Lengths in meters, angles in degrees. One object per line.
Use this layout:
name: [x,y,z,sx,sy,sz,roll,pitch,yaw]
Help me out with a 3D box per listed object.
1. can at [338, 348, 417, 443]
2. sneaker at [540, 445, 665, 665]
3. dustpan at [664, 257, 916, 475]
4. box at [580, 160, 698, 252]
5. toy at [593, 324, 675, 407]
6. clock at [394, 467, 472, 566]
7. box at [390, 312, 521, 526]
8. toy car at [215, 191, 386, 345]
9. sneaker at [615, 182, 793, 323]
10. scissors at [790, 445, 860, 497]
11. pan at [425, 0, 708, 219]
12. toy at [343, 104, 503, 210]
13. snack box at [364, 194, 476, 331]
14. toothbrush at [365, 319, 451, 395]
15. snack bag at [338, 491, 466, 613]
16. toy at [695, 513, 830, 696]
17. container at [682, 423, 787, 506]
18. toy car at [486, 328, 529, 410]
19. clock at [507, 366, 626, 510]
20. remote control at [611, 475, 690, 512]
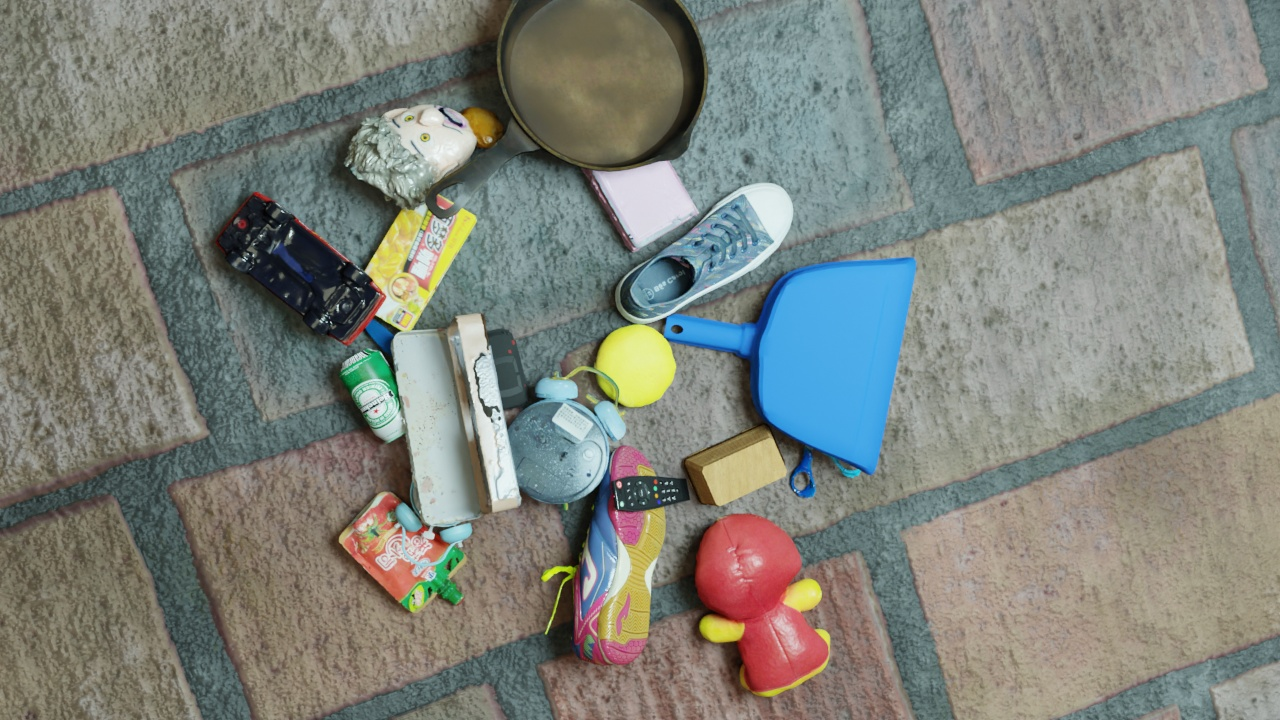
can: [-0.289,0.038,1.015,0.053,0.053,0.101,-31,95,-4]
sneaker: [-0.042,0.216,1.036,0.116,0.091,0.241,22,66,-38]
dustpan: [0.155,-0.015,1.040,0.257,0.059,0.245,10,95,1]
box: [-0.028,-0.243,1.032,0.098,0.046,0.233,-30,95,-3]
toy: [-0.006,0.006,1.050,0.094,0.041,0.095,6,93,-9]
clock: [-0.226,0.167,1.019,0.087,0.042,0.123,20,70,-13]
box: [-0.188,0.061,0.985,0.094,0.108,0.216,-4,78,-46]
toy car: [-0.367,-0.099,0.993,0.189,0.056,0.081,38,90,4]
sneaker: [0.078,-0.118,1.033,0.235,0.079,0.087,-35,96,-3]
scissors: [0.193,0.104,1.079,0.103,0.015,0.133,-41,96,14]
pan: [-0.088,-0.269,0.979,0.355,0.043,0.248,-43,96,-12]
toy: [-0.229,-0.234,0.988,0.175,0.076,0.132,-29,68,-20]
snack box: [-0.253,-0.114,1.024,0.075,0.025,0.152,31,90,-6]
toothbrush: [-0.263,0.000,1.034,0.132,0.016,0.021,44,85,-7]
snack bag: [-0.260,0.224,1.040,0.155,0.044,0.087,46,76,-12]
toy: [0.138,0.277,1.055,0.147,0.099,0.216,-27,100,-12]
container: [0.114,0.123,1.058,0.114,0.061,0.063,-24,95,-5]
toy car: [-0.155,0.010,1.036,0.042,0.036,0.092,-14,94,-5]
clock: [-0.083,0.083,1.025,0.118,0.060,0.162,34,98,-3]
remote control: [0.012,0.149,1.035,0.124,0.010,0.039,5,71,-48]
